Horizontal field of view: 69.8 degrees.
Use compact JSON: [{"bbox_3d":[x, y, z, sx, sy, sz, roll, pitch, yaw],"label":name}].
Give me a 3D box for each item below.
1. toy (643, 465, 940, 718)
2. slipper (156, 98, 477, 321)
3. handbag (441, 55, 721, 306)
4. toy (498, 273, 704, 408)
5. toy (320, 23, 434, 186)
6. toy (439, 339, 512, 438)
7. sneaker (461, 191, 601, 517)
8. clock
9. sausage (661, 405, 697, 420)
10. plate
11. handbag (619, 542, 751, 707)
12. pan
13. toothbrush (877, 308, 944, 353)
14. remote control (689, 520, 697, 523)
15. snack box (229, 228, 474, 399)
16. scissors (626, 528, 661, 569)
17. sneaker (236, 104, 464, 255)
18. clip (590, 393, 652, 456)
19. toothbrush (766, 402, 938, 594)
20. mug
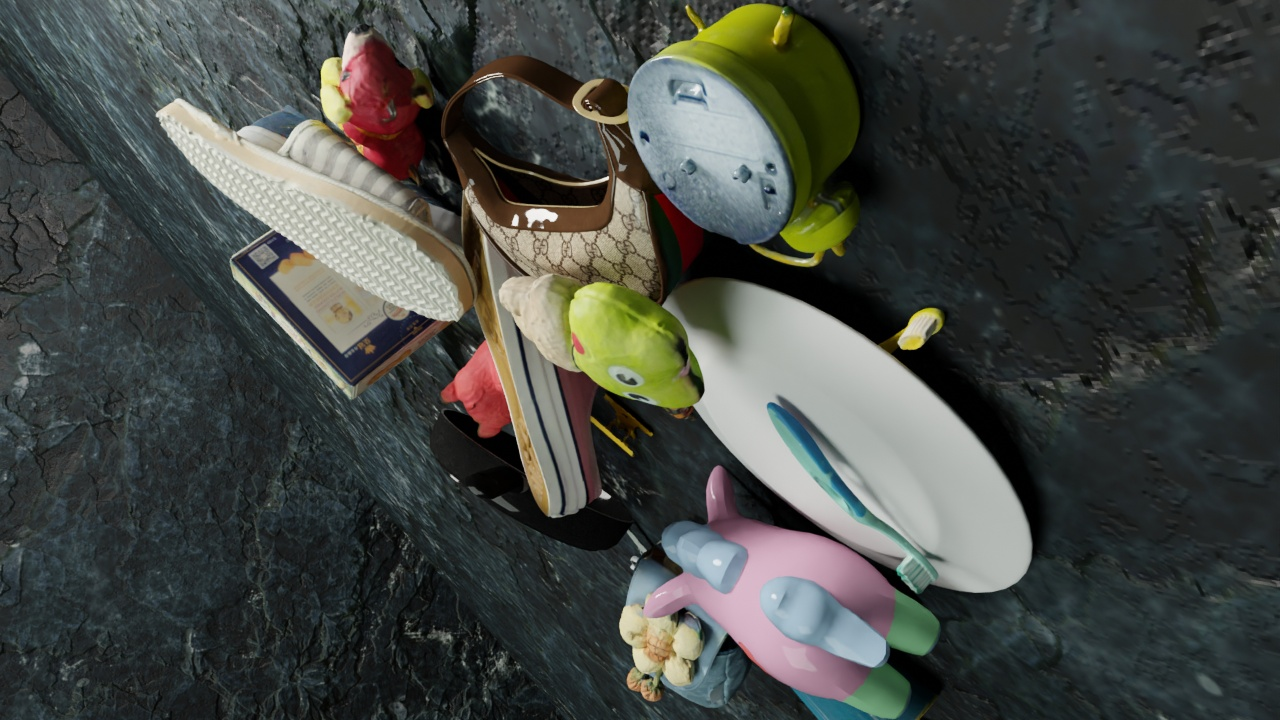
[{"bbox_3d":[0.088,0.149,0.585,0.171,0.120,0.222,26,173,10],"label":"toy"},{"bbox_3d":[-0.217,-0.110,0.623,0.273,0.053,0.115,27,150,20],"label":"slipper"},{"bbox_3d":[-0.035,-0.091,0.471,0.167,0.063,0.138,12,149,49],"label":"handbag"},{"bbox_3d":[-0.023,-0.013,0.472,0.118,0.043,0.092,22,163,23],"label":"toy"},{"bbox_3d":[-0.179,-0.164,0.622,0.105,0.067,0.137,55,163,-13],"label":"toy"},{"bbox_3d":[-0.101,0.014,0.729,0.088,0.093,0.133,50,156,-3],"label":"toy"},{"bbox_3d":[-0.055,-0.016,0.617,0.118,0.087,0.241,-161,56,-69],"label":"sneaker"},{"bbox_3d":[0.044,-0.083,0.369,0.083,0.057,0.119,24,148,41],"label":"clock"},{"bbox_3d":[-0.003,0.003,0.582,0.020,0.020,0.155,24,169,42],"label":"sausage"},{"bbox_3d":[0.099,0.050,0.514,0.242,0.016,0.243,38,160,16],"label":"plate"},{"bbox_3d":[0.038,0.262,0.855,0.122,0.118,0.192,29,146,23],"label":"handbag"},{"bbox_3d":[-0.105,0.106,0.771,0.204,0.044,0.355,30,178,4],"label":"pan"},{"bbox_3d":[0.107,0.003,0.450,0.021,0.016,0.136,42,157,0],"label":"toothbrush"},{"bbox_3d":[0.094,0.192,0.772,0.152,0.020,0.041,39,157,15],"label":"remote control"},{"bbox_3d":[-0.233,-0.066,0.764,0.145,0.144,0.043,47,154,1],"label":"snack box"},{"bbox_3d":[0.011,0.207,0.947,0.141,0.014,0.175,44,159,0],"label":"scissors"},{"bbox_3d":[-0.206,-0.125,0.717,0.235,0.079,0.088,26,146,3],"label":"sneaker"},{"bbox_3d":[-0.018,0.057,0.740,0.054,0.045,0.048,38,131,16],"label":"clip"},{"bbox_3d":[0.110,0.073,0.485,0.135,0.017,0.022,46,167,-8],"label":"toothbrush"},{"bbox_3d":[0.148,0.233,0.683,0.121,0.078,0.078,42,157,25],"label":"mug"}]
